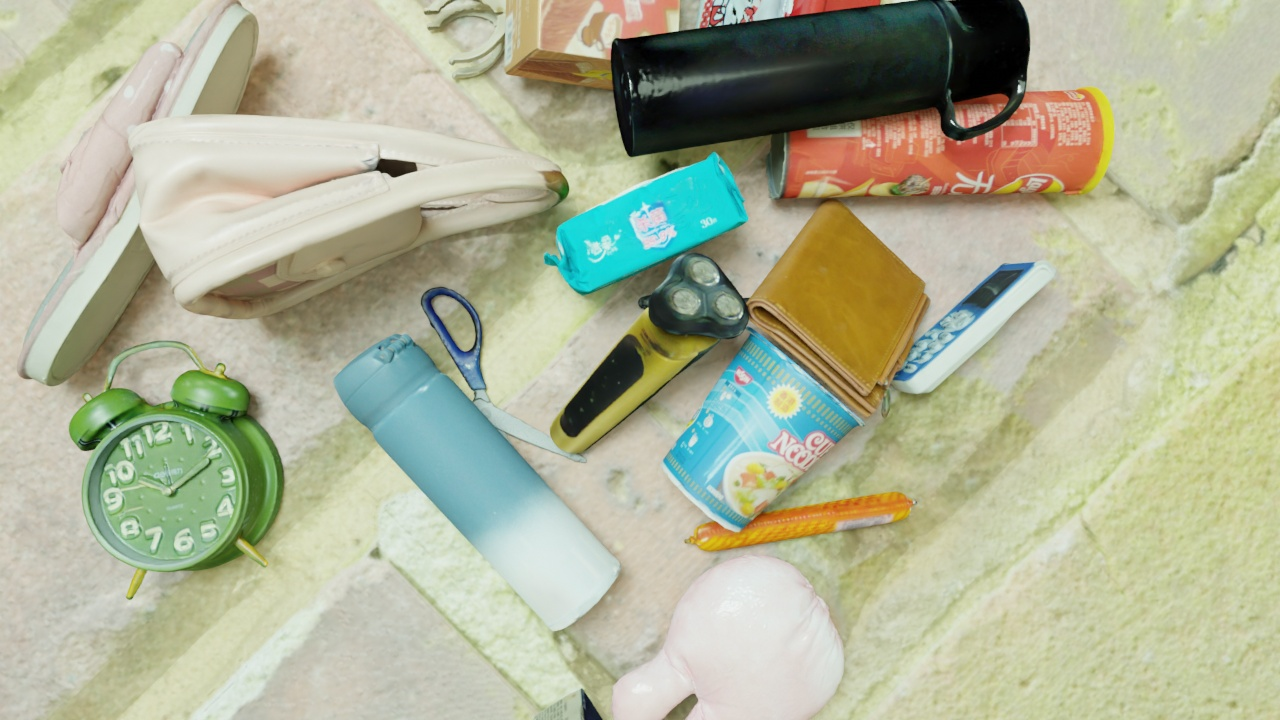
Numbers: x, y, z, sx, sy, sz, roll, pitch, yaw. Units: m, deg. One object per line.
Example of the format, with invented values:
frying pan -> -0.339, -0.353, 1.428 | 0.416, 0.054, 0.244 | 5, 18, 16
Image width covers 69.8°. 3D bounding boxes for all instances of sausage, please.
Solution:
sausage -> 0.112, 0.112, 0.636 | 0.165, 0.021, 0.021 | -8, 90, -2

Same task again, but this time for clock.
clock -> -0.306, 0.067, 0.604 | 0.116, 0.056, 0.161 | -14, 90, -3

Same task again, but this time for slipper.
slipper -> -0.325, -0.109, 0.579 | 0.054, 0.114, 0.274 | 30, 95, -14

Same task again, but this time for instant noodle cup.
instant noodle cup -> 0.074, 0.050, 0.605 | 0.099, 0.099, 0.110 | 39, 96, -1

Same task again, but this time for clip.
clip -> -0.104, -0.244, 0.625 | 0.086, 0.035, 0.104 | 44, 84, -2

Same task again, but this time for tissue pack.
tissue pack -> 0.001, -0.085, 0.598 | 0.133, 0.093, 0.050 | -25, 95, -3

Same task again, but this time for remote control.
remote control -> 0.223, -0.023, 0.627 | 0.125, 0.049, 0.024 | -42, 98, -1

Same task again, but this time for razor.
razor -> -0.003, 0.003, 0.587 | 0.168, 0.067, 0.062 | -45, 68, 31

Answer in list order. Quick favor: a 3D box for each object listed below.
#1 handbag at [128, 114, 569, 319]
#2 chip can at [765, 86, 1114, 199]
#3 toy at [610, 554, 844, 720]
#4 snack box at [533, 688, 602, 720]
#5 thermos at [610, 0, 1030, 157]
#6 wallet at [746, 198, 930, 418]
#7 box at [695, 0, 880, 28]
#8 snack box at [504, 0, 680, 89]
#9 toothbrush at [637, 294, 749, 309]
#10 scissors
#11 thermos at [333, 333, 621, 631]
handbag -> -0.159, -0.093, 0.553 | 0.234, 0.193, 0.093 | -13, 92, -12
chip can -> 0.196, -0.144, 0.615 | 0.216, 0.073, 0.073 | -2, 90, -3
toy -> 0.059, 0.207, 0.616 | 0.159, 0.054, 0.121 | -36, 89, -5
snack box -> -0.003, 0.310, 0.552 | 0.045, 0.178, 0.182 | -33, 92, -6
thermos -> 0.109, -0.164, 0.547 | 0.242, 0.068, 0.090 | -9, 70, -5
wallet -> 0.141, -0.034, 0.599 | 0.119, 0.035, 0.130 | 44, 49, -5
box -> 0.112, -0.289, 0.630 | 0.095, 0.100, 0.201 | 13, 90, -43
snack box -> -0.031, -0.231, 0.588 | 0.094, 0.077, 0.093 | 1, 94, -23
toothbrush -> 0.093, -0.038, 0.640 | 0.189, 0.017, 0.014 | 2, 89, -4
scissors -> -0.122, 0.029, 0.633 | 0.162, 0.012, 0.162 | -8, 91, -4
thermos -> -0.108, 0.077, 0.601 | 0.070, 0.070, 0.220 | -42, 95, -2
